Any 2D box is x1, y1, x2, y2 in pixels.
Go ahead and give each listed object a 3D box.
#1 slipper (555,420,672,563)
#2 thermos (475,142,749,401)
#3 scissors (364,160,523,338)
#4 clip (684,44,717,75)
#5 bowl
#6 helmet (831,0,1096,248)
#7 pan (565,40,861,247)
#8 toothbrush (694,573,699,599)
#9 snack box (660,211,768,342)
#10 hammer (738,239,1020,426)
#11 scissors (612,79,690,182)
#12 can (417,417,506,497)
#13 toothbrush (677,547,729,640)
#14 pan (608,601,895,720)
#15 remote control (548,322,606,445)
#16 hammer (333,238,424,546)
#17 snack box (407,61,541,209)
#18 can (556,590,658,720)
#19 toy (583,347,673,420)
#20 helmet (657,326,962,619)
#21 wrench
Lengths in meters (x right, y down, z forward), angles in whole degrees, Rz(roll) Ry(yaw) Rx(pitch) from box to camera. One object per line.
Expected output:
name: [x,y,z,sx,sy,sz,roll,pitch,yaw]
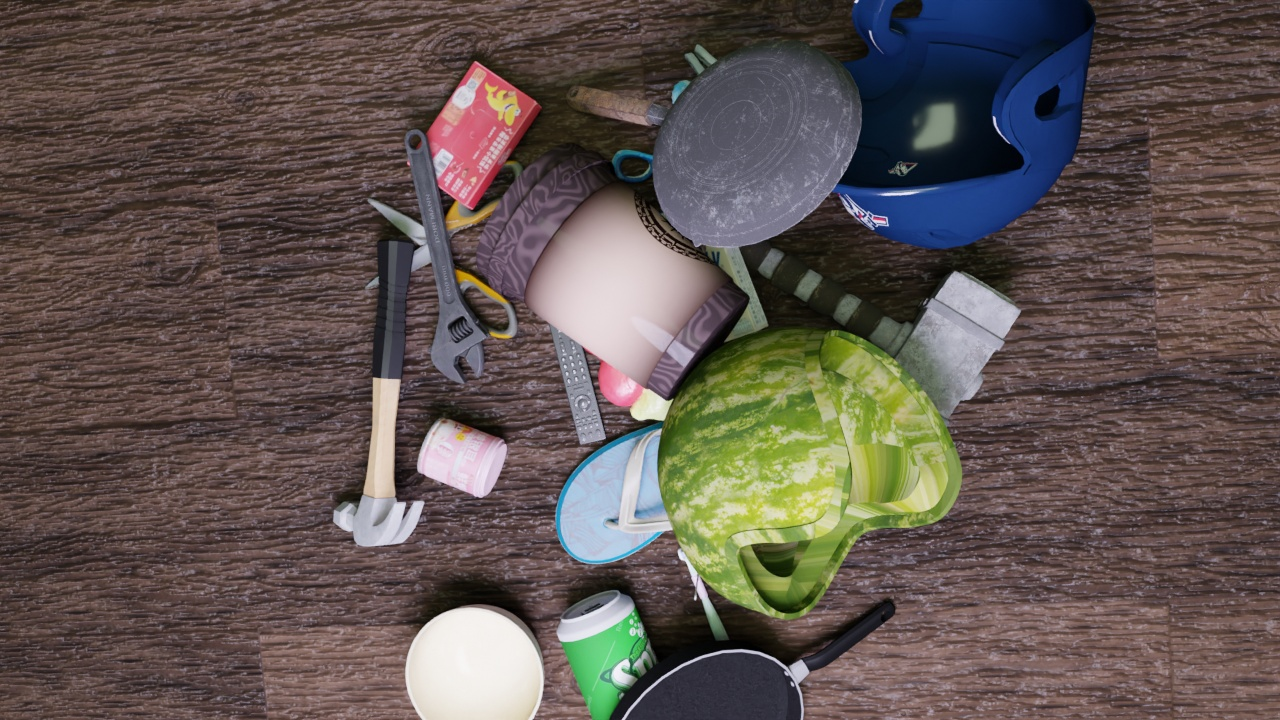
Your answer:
slipper: [0.033,0.119,0.970,0.295,0.060,0.118,-29,87,8]
thermos: [-0.022,-0.080,0.894,0.226,0.172,0.173,39,97,10]
scissors: [-0.199,-0.129,1.003,0.225,0.016,0.230,40,99,5]
clip: [0.125,-0.248,0.947,0.165,0.032,0.164,2,94,6]
bowl: [-0.171,0.331,1.002,0.151,0.075,0.151,1,95,7]
helmet: [0.258,-0.207,0.832,0.272,0.232,0.223,-18,136,-14]
pan: [0.039,-0.225,0.859,0.357,0.040,0.207,26,87,39]
toothbrush: [0.064,0.190,0.910,0.010,0.181,0.010,11,107,4]
snack box: [0.068,-0.091,0.945,0.082,0.026,0.150,-20,94,43]
hammer: [0.197,-0.059,0.933,0.326,0.079,0.177,33,97,9]
scissors: [0.031,-0.218,0.955,0.140,0.011,0.134,-4,102,22]
can: [-0.192,0.105,0.992,0.076,0.067,0.067,20,96,6]
toothbrush: [0.077,0.273,0.997,0.022,0.015,0.154,-23,91,-26]
pan: [0.118,0.354,0.956,0.356,0.034,0.225,-33,118,-9]
remote control: [-0.069,0.021,1.000,0.030,0.009,0.140,-14,92,8]
hammer: [-0.273,0.035,0.985,0.131,0.039,0.328,4,90,47]
snack box: [-0.178,-0.240,0.978,0.089,0.021,0.133,37,94,14]
can: [-0.027,0.324,0.977,0.088,0.087,0.140,-22,91,8]
toy: [-0.006,0.006,0.972,0.135,0.045,0.091,43,93,7]
helmet: [0.127,0.093,0.834,0.248,0.212,0.243,-48,55,36]
wrench: [-0.213,-0.109,0.981,0.073,0.018,0.273,-8,99,17]
